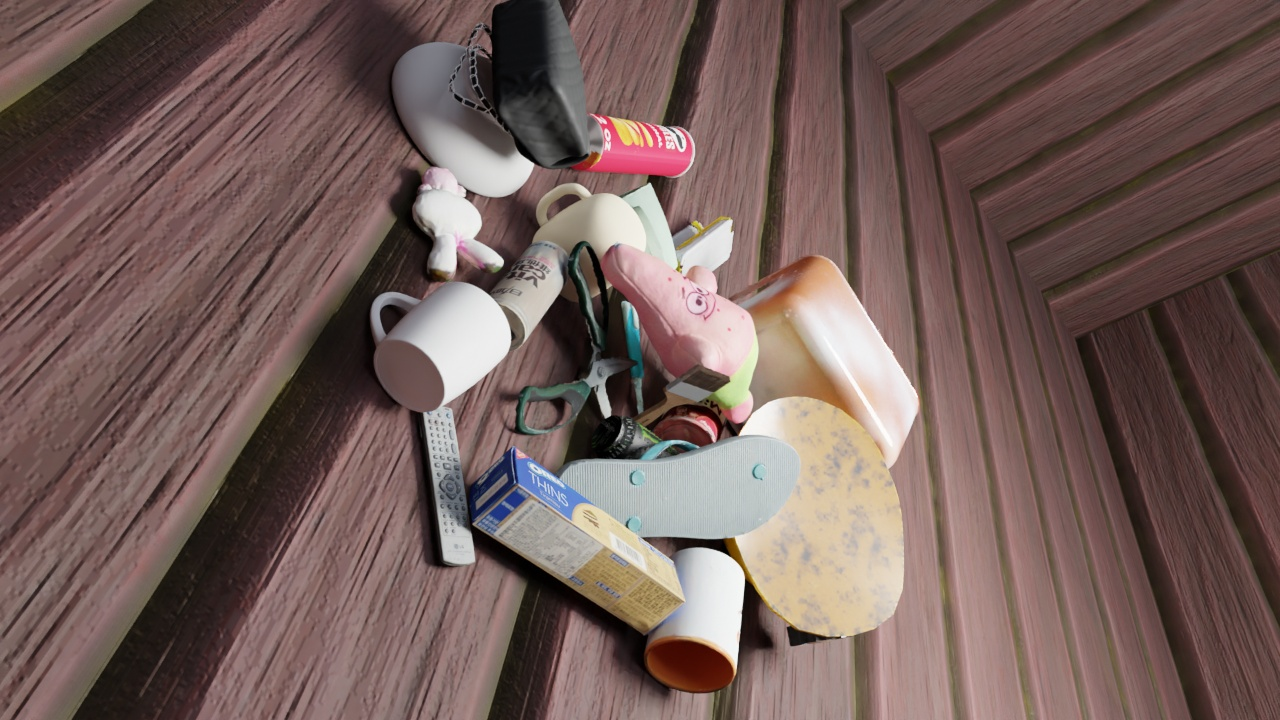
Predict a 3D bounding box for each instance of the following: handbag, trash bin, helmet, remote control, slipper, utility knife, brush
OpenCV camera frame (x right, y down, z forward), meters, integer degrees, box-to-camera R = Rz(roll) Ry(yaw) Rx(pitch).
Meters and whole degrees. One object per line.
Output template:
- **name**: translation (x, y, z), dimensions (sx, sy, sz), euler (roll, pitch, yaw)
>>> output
- **handbag**: translation (-0.112, -0.268, 0.913), dimensions (0.125, 0.115, 0.153), euler (56, 19, -55)
- **trash bin**: translation (0.202, 0.026, 1.140), dimensions (0.260, 0.182, 0.157), euler (57, 34, -7)
- **helmet**: translation (0.168, 0.180, 1.009), dimensions (0.205, 0.132, 0.255), euler (-2, 69, -21)
- **remote control**: translation (-0.156, 0.098, 0.733), dimensions (0.033, 0.013, 0.136), euler (17, 52, -48)
- **slipper**: translation (0.032, 0.126, 0.881), dimensions (0.268, 0.055, 0.098), euler (-5, 95, -27)
- **utility knife**: translation (-0.006, 0.006, 1.015), dimensions (0.022, 0.015, 0.176), euler (30, 41, -39)
- **brush**: translation (0.024, 0.045, 0.905), dimensions (0.045, 0.143, 0.008), euler (19, 50, -35)

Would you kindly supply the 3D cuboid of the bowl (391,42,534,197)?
- **bowl**: translation (-0.167, -0.262, 0.953), dimensions (0.176, 0.066, 0.176), euler (34, 40, -36)

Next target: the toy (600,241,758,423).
- **toy**: translation (0.051, -0.040, 0.952), dimensions (0.236, 0.097, 0.191), euler (43, 28, -25)

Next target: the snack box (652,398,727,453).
- **snack box**: translation (0.061, 0.061, 1.013), dimensions (0.072, 0.072, 0.121), euler (51, 33, -14)

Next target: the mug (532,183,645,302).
- **mug**: translation (-0.054, -0.136, 0.980), dimensions (0.120, 0.100, 0.096), euler (54, 32, -10)

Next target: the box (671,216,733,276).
- **box**: translation (0.068, -0.137, 1.206), dimensions (0.209, 0.070, 0.067), euler (-43, 122, -57)

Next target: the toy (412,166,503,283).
- **toy**: translation (-0.178, -0.129, 0.861), dimensions (0.079, 0.038, 0.122), euler (-3, 68, -42)

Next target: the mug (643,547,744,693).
- **mug**: translation (0.052, 0.239, 0.849), dimensions (0.082, 0.082, 0.105), euler (46, 34, -22)

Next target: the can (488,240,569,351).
- **can**: translation (-0.111, -0.066, 0.888), dimensions (0.054, 0.054, 0.135), euler (50, 33, -16)

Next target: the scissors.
- **scissors**: translation (-0.064, -0.015, 0.900), dimensions (0.201, 0.015, 0.203), euler (-17, 100, -56)

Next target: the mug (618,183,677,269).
- **mug**: translation (-0.002, -0.141, 1.058), dimensions (0.104, 0.084, 0.111), euler (65, -10, -12)

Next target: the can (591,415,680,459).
- **can**: translation (0.013, 0.106, 0.926), dimensions (0.137, 0.054, 0.053), euler (38, 38, -32)

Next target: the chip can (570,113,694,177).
- **chip can**: translation (-0.013, -0.274, 1.177), dimensions (0.220, 0.069, 0.069), euler (-14, 77, -57)

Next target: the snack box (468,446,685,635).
- **snack box**: translation (-0.052, 0.156, 0.781), dimensions (0.206, 0.056, 0.057), euler (41, 15, -28)

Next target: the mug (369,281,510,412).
- **mug**: translation (-0.177, -0.017, 0.749), dimensions (0.114, 0.081, 0.087), euler (29, 39, 8)
